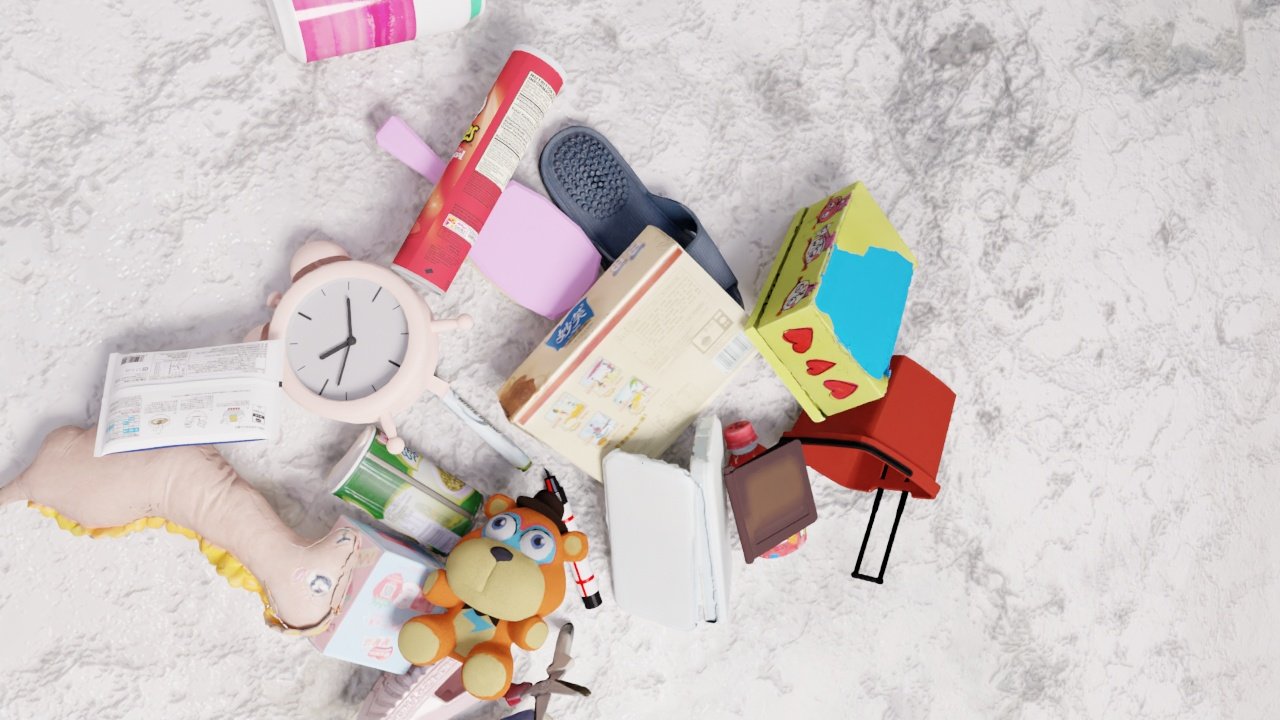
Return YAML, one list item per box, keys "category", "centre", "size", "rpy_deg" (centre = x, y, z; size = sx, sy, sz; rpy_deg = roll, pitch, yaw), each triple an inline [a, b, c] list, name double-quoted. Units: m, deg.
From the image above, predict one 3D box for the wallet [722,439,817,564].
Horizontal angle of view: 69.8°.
- category: "wallet"
  centre: [0.125, 0.130, 0.876]
  size: [0.115, 0.018, 0.091]
  rpy_deg: [-19, 97, -47]

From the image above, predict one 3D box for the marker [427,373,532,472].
- category: "marker"
  centre: [-0.156, 0.052, 0.843]
  size: [0.146, 0.017, 0.017]
  rpy_deg: [45, 78, -19]

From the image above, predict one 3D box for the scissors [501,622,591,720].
- category: "scissors"
  centre: [-0.089, 0.277, 0.811]
  size: [0.178, 0.197, 0.015]
  rpy_deg: [-33, 98, -58]

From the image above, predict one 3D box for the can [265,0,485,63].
- category: "can"
  centre: [-0.219, -0.305, 0.754]
  size: [0.165, 0.088, 0.088]
  rpy_deg: [-20, 101, -19]

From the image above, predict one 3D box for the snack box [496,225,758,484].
- category: "snack box"
  centre: [-0.005, 0.005, 0.829]
  size: [0.207, 0.055, 0.153]
  rpy_deg: [-47, 128, 4]

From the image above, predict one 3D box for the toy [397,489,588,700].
- category: "toy"
  centre: [-0.115, 0.186, 0.758]
  size: [0.112, 0.096, 0.175]
  rpy_deg: [21, 49, 14]

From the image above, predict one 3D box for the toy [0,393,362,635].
- category: "toy"
  centre: [-0.357, 0.135, 0.716]
  size: [0.196, 0.065, 0.264]
  rpy_deg: [-44, 85, -9]

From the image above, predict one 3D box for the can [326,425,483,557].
- category: "can"
  centre: [-0.205, 0.114, 0.802]
  size: [0.121, 0.067, 0.067]
  rpy_deg: [36, 81, -20]

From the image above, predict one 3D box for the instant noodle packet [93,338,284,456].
- category: "instant noodle packet"
  centre: [-0.344, 0.026, 0.705]
  size: [0.134, 0.026, 0.087]
  rpy_deg: [-5, 63, -5]

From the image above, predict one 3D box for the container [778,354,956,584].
- category: "container"
  centre: [0.221, 0.104, 0.923]
  size: [0.127, 0.148, 0.200]
  rpy_deg: [33, 73, -24]

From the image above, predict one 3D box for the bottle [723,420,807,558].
- category: "bottle"
  centre: [0.121, 0.128, 0.931]
  size: [0.062, 0.062, 0.137]
  rpy_deg: [-25, 103, -18]

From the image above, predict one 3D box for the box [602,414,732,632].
- category: "box"
  centre: [0.043, 0.149, 0.873]
  size: [0.105, 0.130, 0.211]
  rpy_deg: [-54, 150, -50]

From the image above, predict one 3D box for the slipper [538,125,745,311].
- category: "slipper"
  centre: [0.010, -0.109, 0.861]
  size: [0.101, 0.082, 0.263]
  rpy_deg: [-46, 107, -10]

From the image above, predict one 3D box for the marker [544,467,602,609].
- category: "marker"
  centre: [-0.067, 0.171, 0.884]
  size: [0.019, 0.019, 0.145]
  rpy_deg: [-21, 101, -19]

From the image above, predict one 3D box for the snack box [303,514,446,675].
- category: "snack box"
  centre: [-0.227, 0.199, 0.778]
  size: [0.093, 0.079, 0.094]
  rpy_deg: [38, 78, -47]

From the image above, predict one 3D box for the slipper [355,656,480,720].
- category: "slipper"
  centre: [-0.151, 0.261, 0.821]
  size: [0.238, 0.094, 0.064]
  rpy_deg: [-43, 103, -19]

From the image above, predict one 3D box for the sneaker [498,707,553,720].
- category: "sneaker"
  centre: [-0.204, 0.356, 0.813]
  size: [0.233, 0.091, 0.118]
  rpy_deg: [-39, 104, -6]

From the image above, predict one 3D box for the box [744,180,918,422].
- category: "box"
  centre: [0.187, -0.061, 0.876]
  size: [0.124, 0.083, 0.220]
  rpy_deg: [47, 45, -20]

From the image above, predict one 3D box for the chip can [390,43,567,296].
- category: "chip can"
  centre: [-0.135, -0.159, 0.769]
  size: [0.051, 0.052, 0.214]
  rpy_deg: [30, 83, -20]

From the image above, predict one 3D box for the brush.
- category: "brush"
  centre: [-0.139, -0.130, 0.821]
  size: [0.228, 0.043, 0.089]
  rpy_deg: [39, 80, -19]

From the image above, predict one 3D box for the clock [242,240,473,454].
- category: "clock"
  centre: [-0.239, -0.014, 0.773]
  size: [0.160, 0.086, 0.131]
  rpy_deg: [28, 83, -1]
